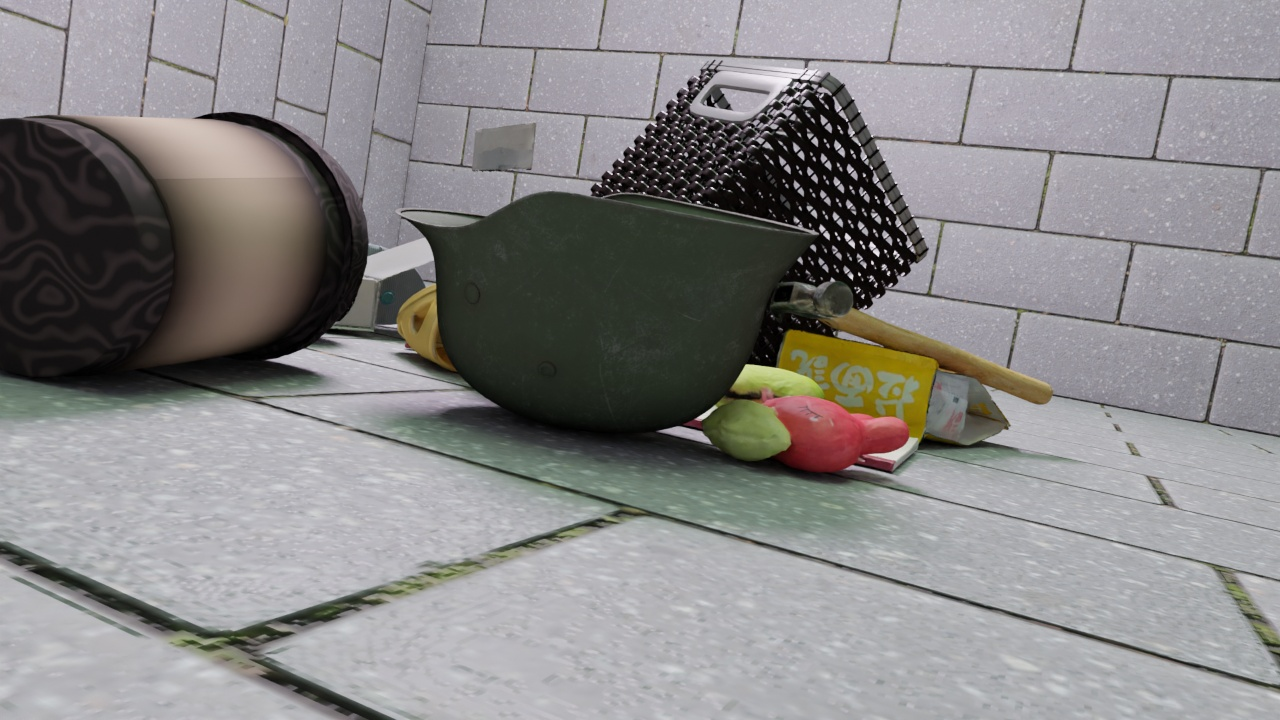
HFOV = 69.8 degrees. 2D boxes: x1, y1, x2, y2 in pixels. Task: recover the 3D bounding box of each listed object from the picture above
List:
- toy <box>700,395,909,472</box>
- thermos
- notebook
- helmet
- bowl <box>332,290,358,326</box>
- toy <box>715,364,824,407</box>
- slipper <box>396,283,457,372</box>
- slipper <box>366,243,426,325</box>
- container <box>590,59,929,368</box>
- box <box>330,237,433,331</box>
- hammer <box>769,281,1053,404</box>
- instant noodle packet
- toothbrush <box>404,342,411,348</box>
[{"bbox_3d":[0.107,0.046,0.595,0.135,0.045,0.091,2,8,-15],"label":"toy"},{"bbox_3d":[-0.289,-0.072,0.561,0.173,0.173,0.226,10,11,6],"label":"thermos"},{"bbox_3d":[0.110,0.054,0.743,0.209,0.012,0.152,11,5,23],"label":"notebook"},{"bbox_3d":[-0.033,-0.034,0.603,0.268,0.154,0.226,12,12,7],"label":"helmet"},{"bbox_3d":[-0.328,-0.057,0.856,0.120,0.066,0.120,9,4,-1],"label":"bowl"},{"bbox_3d":[0.095,0.026,0.717,0.092,0.043,0.117,7,2,2],"label":"toy"},{"bbox_3d":[-0.136,-0.028,0.800,0.099,0.078,0.264,10,-17,-31],"label":"slipper"},{"bbox_3d":[-0.395,-0.103,1.124,0.268,0.098,0.055,6,7,-26],"label":"slipper"},{"bbox_3d":[0.104,-0.139,0.989,0.245,0.243,0.247,50,-9,-34],"label":"container"},{"bbox_3d":[-0.285,-0.100,1.052,0.417,0.108,0.166,-11,16,-32],"label":"box"},{"bbox_3d":[0.268,-0.013,0.881,0.330,0.033,0.132,18,-5,-24],"label":"hammer"},{"bbox_3d":[0.258,0.039,0.922,0.163,0.084,0.221,13,-1,41],"label":"instant noodle packet"},{"bbox_3d":[-0.143,-0.005,0.922,0.190,0.016,0.016,10,3,2],"label":"toothbrush"}]
